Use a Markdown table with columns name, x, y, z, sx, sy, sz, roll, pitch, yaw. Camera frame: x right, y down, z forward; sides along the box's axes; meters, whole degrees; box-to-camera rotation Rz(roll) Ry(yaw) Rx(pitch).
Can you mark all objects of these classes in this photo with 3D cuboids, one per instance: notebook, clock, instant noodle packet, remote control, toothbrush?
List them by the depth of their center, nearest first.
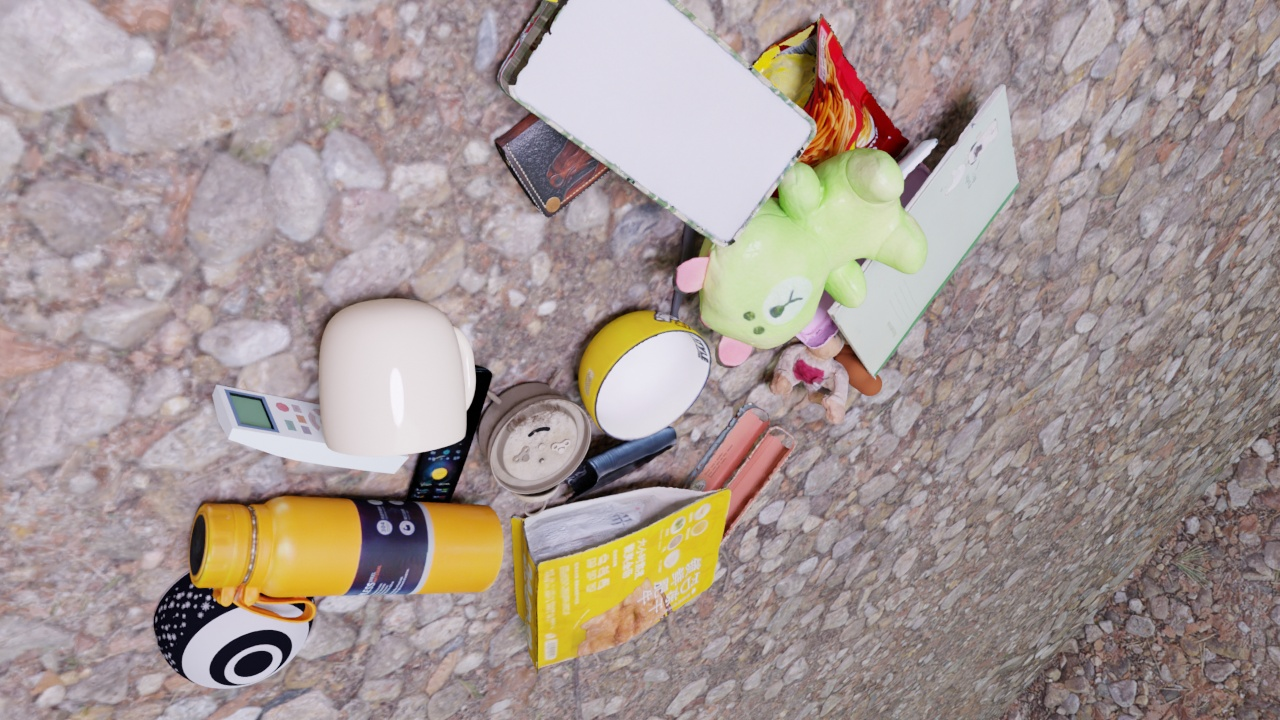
| name | x | y | z | sx | sy | sz | roll | pitch | yaw |
| --- | --- | --- | --- | --- | --- | --- | --- | --- | --- |
| remote control | -0.238 | 0.055 | 0.669 | 0.143 | 0.049 | 0.024 | 18 | 113 | -46 |
| remote control | -0.162 | 0.066 | 0.763 | 0.041 | 0.020 | 0.152 | 2 | 124 | -34 |
| clock | -0.096 | 0.078 | 0.801 | 0.092 | 0.054 | 0.141 | -16 | 125 | -26 |
| toothbrush | 0.038 | -0.080 | 0.803 | 0.012 | 0.013 | 0.168 | -15 | 130 | -29 |
| notebook | 0.279 | -0.112 | 0.878 | 0.252 | 0.010 | 0.182 | -53 | 148 | 0 |
| instant noodle packet | -0.015 | 0.210 | 0.937 | 0.221 | 0.084 | 0.163 | -12 | 130 | -21 |

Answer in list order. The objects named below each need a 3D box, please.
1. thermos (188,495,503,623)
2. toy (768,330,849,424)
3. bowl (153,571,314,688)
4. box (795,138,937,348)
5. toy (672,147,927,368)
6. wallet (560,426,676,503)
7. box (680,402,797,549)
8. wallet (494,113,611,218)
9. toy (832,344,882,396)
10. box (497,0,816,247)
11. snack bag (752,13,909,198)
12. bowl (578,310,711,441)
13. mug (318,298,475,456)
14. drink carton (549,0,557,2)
| name | x | y | z | sx | sy | sz | roll | pitch | yaw |
| --- | --- | --- | --- | --- | --- | --- | --- | --- | --- |
| thermos | -0.226 | 0.155 | 0.726 | 0.232 | 0.091 | 0.076 | 10 | 147 | -38 |
| toy | 0.188 | 0.003 | 0.944 | 0.106 | 0.085 | 0.074 | -64 | 173 | -1 |
| bowl | -0.317 | 0.218 | 0.734 | 0.120 | 0.066 | 0.120 | -21 | 135 | -23 |
| box | 0.201 | -0.114 | 0.865 | 0.201 | 0.077 | 0.146 | -46 | 144 | 3 |
| toy | 0.125 | -0.090 | 0.745 | 0.197 | 0.107 | 0.150 | -22 | 136 | 18 |
| wallet | -0.023 | 0.096 | 0.858 | 0.089 | 0.026 | 0.115 | -22 | 170 | -27 |
| box | 0.092 | 0.135 | 1.000 | 0.187 | 0.082 | 0.041 | -57 | 168 | 13 |
| wallet | -0.039 | -0.165 | 0.660 | 0.123 | 0.019 | 0.072 | -39 | 139 | -5 |
| toy | 0.258 | -0.030 | 0.984 | 0.128 | 0.065 | 0.095 | -52 | 147 | 2 |
| box | 0.014 | -0.175 | 0.626 | 0.205 | 0.051 | 0.118 | 29 | 105 | -28 |
| snack bag | 0.152 | -0.187 | 0.785 | 0.139 | 0.066 | 0.207 | -53 | 148 | 4 |
| bowl | -0.005 | 0.005 | 0.798 | 0.117 | 0.067 | 0.117 | -21 | 135 | -23 |
| mug | -0.165 | 0.005 | 0.647 | 0.120 | 0.096 | 0.100 | -11 | 103 | -49 |
| drink carton | -0.061 | -0.283 | 0.525 | 0.058 | 0.043 | 0.135 | 0 | 123 | -35 |
